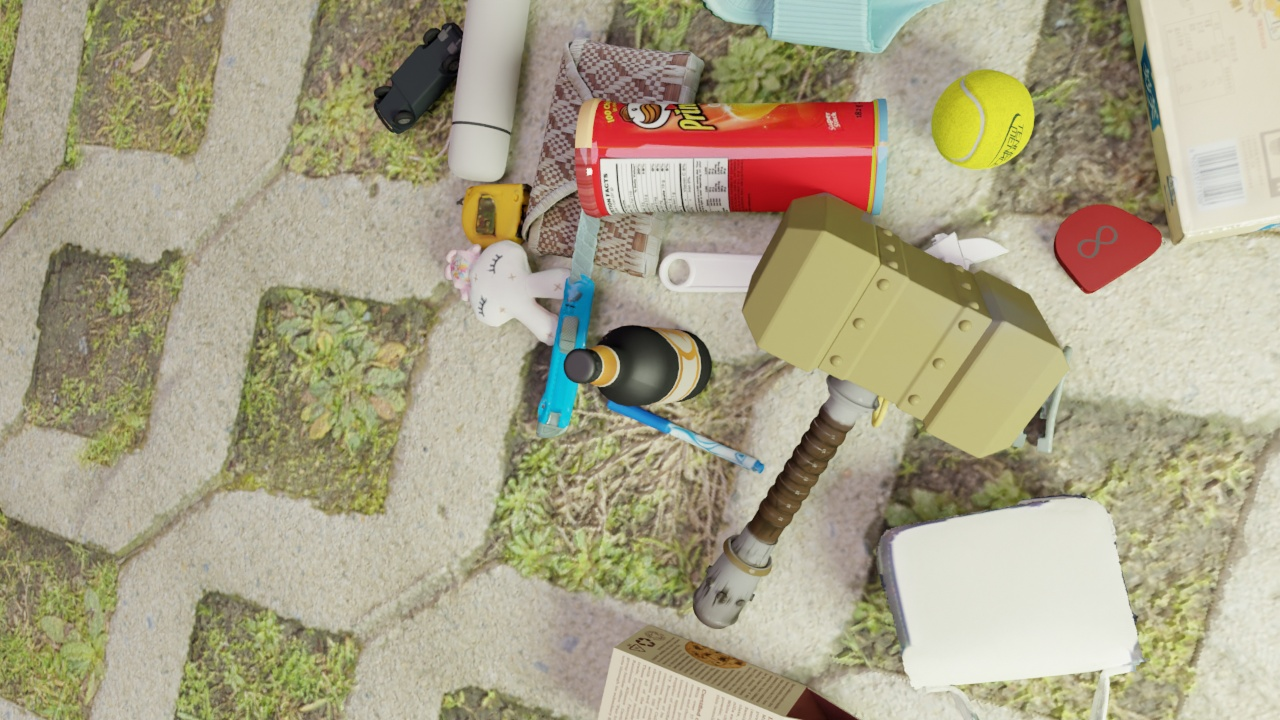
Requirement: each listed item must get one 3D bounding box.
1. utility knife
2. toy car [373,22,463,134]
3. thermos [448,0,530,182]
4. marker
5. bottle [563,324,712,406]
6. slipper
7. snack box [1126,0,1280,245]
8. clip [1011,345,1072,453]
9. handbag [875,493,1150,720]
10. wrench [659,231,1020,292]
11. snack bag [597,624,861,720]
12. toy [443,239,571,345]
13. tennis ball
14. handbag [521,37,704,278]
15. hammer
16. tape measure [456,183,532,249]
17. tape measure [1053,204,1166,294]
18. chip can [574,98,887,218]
[{"bbox_3d":[-0.059,-0.026,0.763,0.031,0.015,0.207,11,108,0],"label":"utility knife"},{"bbox_3d":[-0.196,-0.256,0.834,0.112,0.034,0.046,-41,75,18],"label":"toy car"},{"bbox_3d":[-0.128,-0.268,0.794,0.052,0.052,0.224,10,94,23],"label":"thermos"},{"bbox_3d":[0.035,0.060,0.744,0.142,0.013,0.013,22,99,22],"label":"marker"},{"bbox_3d":[-0.004,0.004,0.668,0.059,0.181,0.059,0,90,24],"label":"bottle"},{"bbox_3d":[0.167,-0.277,0.633,0.277,0.116,0.069,-1,54,20],"label":"slipper"},{"bbox_3d":[0.395,-0.188,0.561,0.153,0.055,0.207,-10,86,24],"label":"snack box"},{"bbox_3d":[0.277,0.025,0.632,0.043,0.023,0.076,11,96,22],"label":"clip"},{"bbox_3d":[0.248,0.188,0.606,0.151,0.074,0.175,-15,65,21],"label":"handbag"},{"bbox_3d":[0.140,-0.064,0.695,0.274,0.018,0.066,4,92,25],"label":"wrench"},{"bbox_3d":[0.075,0.289,0.695,0.206,0.069,0.094,15,96,23],"label":"snack bag"},{"bbox_3d":[-0.117,-0.064,0.785,0.125,0.037,0.076,24,111,12],"label":"toy"},{"bbox_3d":[0.233,-0.164,0.627,0.065,0.065,0.065,0,90,24],"label":"tennis ball"},{"bbox_3d":[-0.027,-0.167,0.753,0.124,0.047,0.186,16,98,24],"label":"handbag"},{"bbox_3d":[0.119,0.069,0.651,0.190,0.100,0.326,27,116,0],"label":"hammer"},{"bbox_3d":[-0.129,-0.125,0.807,0.068,0.030,0.059,3,89,24],"label":"tape measure"},{"bbox_3d":[0.311,-0.080,0.618,0.059,0.019,0.051,-35,74,13],"label":"tape measure"},{"bbox_3d":[0.065,-0.147,0.665,0.213,0.087,0.087,2,91,10],"label":"chip can"}]
